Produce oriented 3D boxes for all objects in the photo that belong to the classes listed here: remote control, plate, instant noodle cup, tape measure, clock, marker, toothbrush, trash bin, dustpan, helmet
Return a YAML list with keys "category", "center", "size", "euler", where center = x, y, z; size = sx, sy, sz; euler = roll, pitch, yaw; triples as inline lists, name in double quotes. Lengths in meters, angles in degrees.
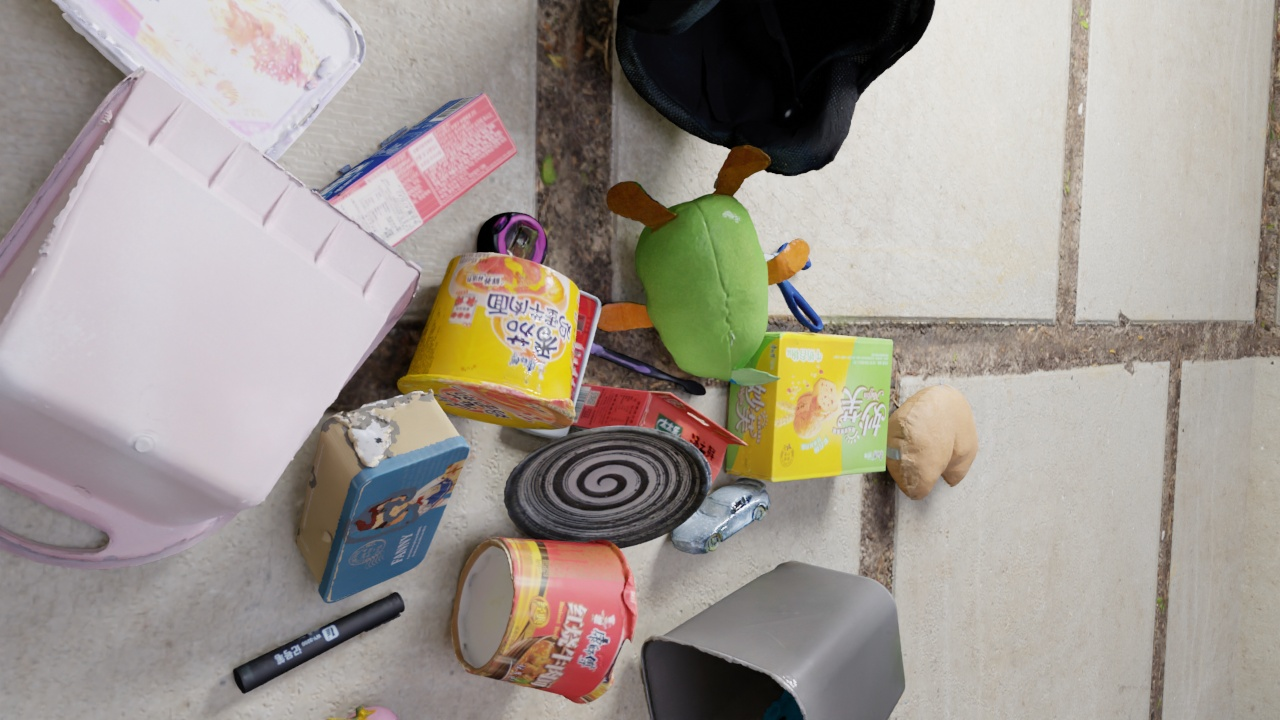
- category: "remote control"
  center: [-0.074, 0.002, 0.820]
  size: [0.055, 0.020, 0.136]
  euler: [19, 83, -36]
- category: "plate"
  center: [-0.028, 0.108, 0.793]
  size: [0.179, 0.180, 0.024]
  euler: [36, 32, -37]
- category: "instant noodle cup"
  center: [-0.110, -0.014, 0.725]
  size: [0.138, 0.138, 0.109]
  euler: [25, 69, -39]
- category: "tape measure"
  center: [-0.107, -0.097, 0.774]
  size: [0.057, 0.039, 0.057]
  euler: [24, 77, -39]
- category: "instant noodle cup"
  center: [-0.087, 0.209, 0.766]
  size: [0.108, 0.138, 0.138]
  euler: [18, 81, -31]
- category: "clock"
  center: [-0.212, 0.336, 0.707]
  size: [0.117, 0.060, 0.158]
  euler: [-49, 120, -28]
- category: "marker"
  center: [-0.242, 0.213, 0.699]
  size: [0.131, 0.020, 0.022]
  euler: [-21, 136, -39]
- category: "toothbrush"
  center: [-0.005, 0.005, 0.892]
  size: [0.188, 0.017, 0.014]
  euler: [22, 76, -37]
- category: "trash bin"
  center: [0.149, 0.332, 0.942]
  size: [0.219, 0.199, 0.199]
  euler: [-24, 110, -44]
- category: "instant noodle cup"
  center: [-0.285, -0.222, 0.598]
  size: [0.173, 0.060, 0.137]
  euler: [46, 65, -32]
- category: "dustpan"
  center: [-0.310, -0.007, 0.587]
  size: [0.222, 0.139, 0.272]
  euler: [42, 53, -31]
- category: "helmet"
  center: [0.109, -0.315, 0.799]
  size: [0.233, 0.275, 0.229]
  euler: [36, 43, -47]

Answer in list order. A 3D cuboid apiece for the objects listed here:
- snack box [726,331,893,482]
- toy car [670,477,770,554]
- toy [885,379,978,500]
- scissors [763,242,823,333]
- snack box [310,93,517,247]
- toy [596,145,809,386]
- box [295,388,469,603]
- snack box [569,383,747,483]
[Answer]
- category: "snack box"
  center: [0.193, 0.049, 1.026]
  size: [0.209, 0.070, 0.157]
  euler: [2, 92, -41]
- category: "toy car"
  center: [0.082, 0.160, 0.951]
  size: [0.120, 0.054, 0.037]
  euler: [-29, 114, -34]
- category: "toy"
  center: [0.399, 0.097, 1.209]
  size: [0.225, 0.083, 0.143]
  euler: [-8, 104, -43]
- category: "scissors"
  center: [0.144, -0.100, 0.977]
  size: [0.176, 0.012, 0.162]
  euler: [55, 35, 2]
- category: "snack box"
  center: [-0.189, -0.126, 0.691]
  size: [0.207, 0.057, 0.058]
  euler: [-45, 123, -29]
- category: "toy"
  center: [0.061, -0.079, 0.875]
  size: [0.227, 0.090, 0.247]
  euler: [-18, 123, -7]
- category: "box"
  center: [-0.189, 0.102, 0.654]
  size: [0.089, 0.059, 0.185]
  euler: [-19, 149, -38]
- category: "snack box"
  center: [0.012, 0.067, 0.834]
  size: [0.113, 0.127, 0.044]
  euler: [34, 71, -37]
